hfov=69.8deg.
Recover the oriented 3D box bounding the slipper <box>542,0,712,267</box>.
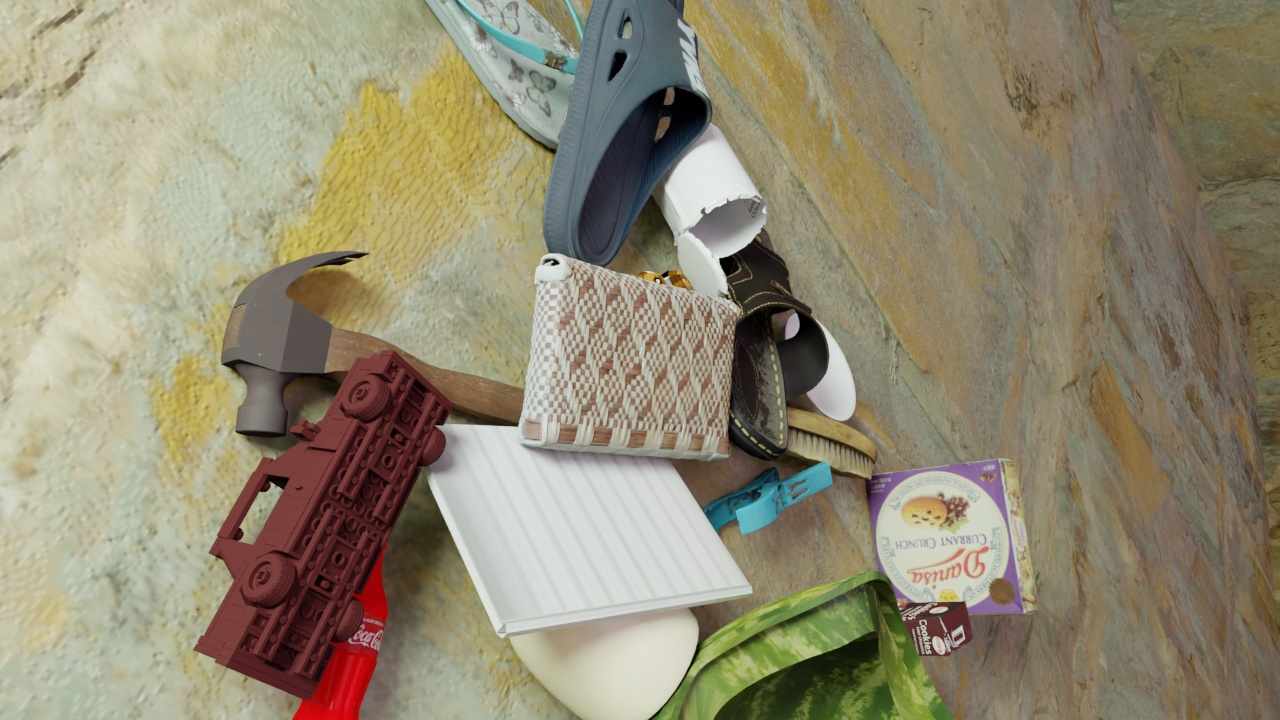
[{"bbox_3d":[0.002,-0.190,0.695,0.110,0.083,0.267,40,63,-61],"label":"slipper"}]

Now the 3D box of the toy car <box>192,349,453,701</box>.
[{"bbox_3d":[-0.165,0.080,0.478,0.070,0.062,0.169,52,50,-46],"label":"toy car"}]

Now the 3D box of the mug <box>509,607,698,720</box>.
[{"bbox_3d":[-0.026,0.160,0.594,0.100,0.096,0.119,45,49,-14],"label":"mug"}]

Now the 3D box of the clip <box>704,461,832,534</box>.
[{"bbox_3d":[0.095,0.118,0.790,0.126,0.114,0.028,-21,94,-55],"label":"clip"}]

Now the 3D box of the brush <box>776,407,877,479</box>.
[{"bbox_3d":[0.155,0.076,0.844,0.195,0.059,0.043,21,73,-39],"label":"brush"}]

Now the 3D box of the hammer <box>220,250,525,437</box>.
[{"bbox_3d":[-0.106,0.021,0.598,0.322,0.033,0.115,21,67,-43],"label":"hammer"}]

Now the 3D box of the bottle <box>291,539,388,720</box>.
[{"bbox_3d":[-0.159,0.151,0.498,0.036,0.036,0.118,30,58,-38],"label":"bottle"}]

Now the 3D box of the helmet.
[{"bbox_3d":[0.100,0.276,0.595,0.213,0.247,0.243,58,-3,26],"label":"helmet"}]

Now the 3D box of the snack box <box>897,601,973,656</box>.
[{"bbox_3d":[0.206,0.231,0.790,0.050,0.141,0.031,-4,81,-48],"label":"snack box"}]

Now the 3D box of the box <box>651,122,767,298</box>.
[{"bbox_3d":[0.057,-0.116,0.746,0.092,0.083,0.165,-18,57,-15],"label":"box"}]

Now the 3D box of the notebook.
[{"bbox_3d":[-0.031,0.097,0.574,0.209,0.009,0.142,7,40,-46],"label":"notebook"}]

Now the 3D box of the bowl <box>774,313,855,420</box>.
[{"bbox_3d":[0.156,0.013,0.872,0.110,0.041,0.109,30,46,-36],"label":"bowl"}]

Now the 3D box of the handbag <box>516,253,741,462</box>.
[{"bbox_3d":[-0.004,0.004,0.634,0.185,0.047,0.124,10,82,-44],"label":"handbag"}]

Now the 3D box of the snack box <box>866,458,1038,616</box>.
[{"bbox_3d":[0.307,0.179,0.914,0.040,0.144,0.148,9,72,-47],"label":"snack box"}]

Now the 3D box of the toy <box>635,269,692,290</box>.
[{"bbox_3d":[0.020,-0.010,0.720,0.112,0.067,0.087,63,27,6],"label":"toy"}]

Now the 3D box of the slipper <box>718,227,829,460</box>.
[{"bbox_3d":[0.104,-0.035,0.780,0.113,0.076,0.267,37,38,-31],"label":"slipper"}]

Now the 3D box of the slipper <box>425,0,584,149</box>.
[{"bbox_3d":[-0.101,-0.257,0.672,0.269,0.055,0.098,45,52,-27],"label":"slipper"}]
